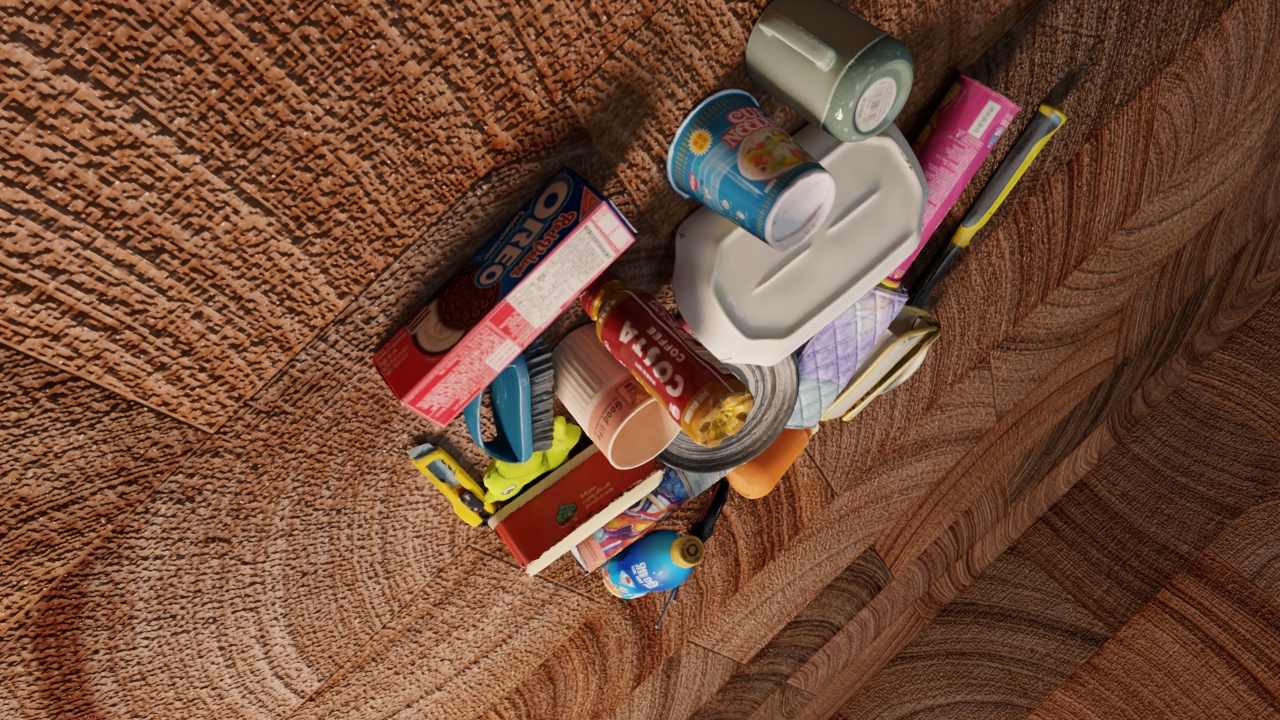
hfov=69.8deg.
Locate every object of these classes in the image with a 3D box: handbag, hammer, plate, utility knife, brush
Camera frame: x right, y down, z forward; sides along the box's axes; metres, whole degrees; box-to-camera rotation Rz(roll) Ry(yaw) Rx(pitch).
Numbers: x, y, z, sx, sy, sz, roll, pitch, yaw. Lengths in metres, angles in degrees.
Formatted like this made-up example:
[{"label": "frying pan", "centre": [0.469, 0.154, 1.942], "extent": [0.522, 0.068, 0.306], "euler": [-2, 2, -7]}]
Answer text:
[{"label": "handbag", "centre": [0.198, -0.018, 1.006], "extent": [0.134, 0.075, 0.194], "euler": [9, 122, -45]}, {"label": "hammer", "centre": [0.395, -0.158, 1.102], "extent": [0.126, 0.032, 0.324], "euler": [1, 127, -48]}, {"label": "plate", "centre": [0.150, -0.108, 0.807], "extent": [0.265, 0.034, 0.162], "euler": [-37, 107, -8]}, {"label": "utility knife", "centre": [-0.166, 0.114, 0.821], "extent": [0.033, 0.015, 0.168], "euler": [-40, 147, -10]}, {"label": "brush", "centre": [-0.110, 0.034, 0.754], "extent": [0.073, 0.055, 0.144], "euler": [-26, 144, -26]}, {"label": "plate", "centre": [0.077, 0.034, 0.937], "extent": [0.179, 0.024, 0.180], "euler": [-6, 117, -12]}, {"label": "handbag", "centre": [0.301, 0.008, 1.127], "extent": [0.178, 0.063, 0.164], "euler": [1, 140, -44]}]

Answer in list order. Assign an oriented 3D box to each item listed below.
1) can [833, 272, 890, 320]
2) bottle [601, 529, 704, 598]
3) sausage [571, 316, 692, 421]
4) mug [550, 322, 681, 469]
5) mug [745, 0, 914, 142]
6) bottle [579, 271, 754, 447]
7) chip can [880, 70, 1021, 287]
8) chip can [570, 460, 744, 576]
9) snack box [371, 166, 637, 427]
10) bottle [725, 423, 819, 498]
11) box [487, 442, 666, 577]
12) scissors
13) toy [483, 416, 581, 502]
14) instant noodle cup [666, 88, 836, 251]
[{"label": "can", "centre": [0.191, -0.100, 0.890], "extent": [0.102, 0.083, 0.057], "euler": [-38, 164, -8]}, {"label": "bottle", "centre": [0.015, 0.221, 1.007], "extent": [0.065, 0.065, 0.219], "euler": [-27, 172, -25]}, {"label": "sausage", "centre": [-0.005, 0.005, 0.867], "extent": [0.155, 0.020, 0.020], "euler": [-40, 147, -6]}, {"label": "mug", "centre": [-0.012, 0.017, 0.794], "extent": [0.114, 0.106, 0.081], "euler": [-44, 147, 0]}, {"label": "mug", "centre": [0.136, -0.223, 0.682], "extent": [0.111, 0.106, 0.082], "euler": [14, 118, -52]}, {"label": "bottle", "centre": [0.015, -0.007, 0.730], "extent": [0.057, 0.175, 0.058], "euler": [-28, 143, -23]}, {"label": "chip can", "centre": [0.290, -0.180, 0.929], "extent": [0.071, 0.071, 0.211], "euler": [4, 124, -49]}, {"label": "chip can", "centre": [0.010, 0.140, 0.989], "extent": [0.214, 0.071, 0.071], "euler": [-33, 146, -15]}, {"label": "snack box", "centre": [-0.099, -0.046, 0.676], "extent": [0.207, 0.057, 0.058], "euler": [-44, 145, 1]}, {"label": "bottle", "centre": [0.171, 0.104, 1.135], "extent": [0.149, 0.067, 0.067], "euler": [-40, 148, -18]}, {"label": "box", "centre": [-0.056, 0.143, 0.896], "extent": [0.168, 0.077, 0.091], "euler": [-34, 165, -13]}, {"label": "scissors", "centre": [0.059, 0.240, 1.103], "extent": [0.226, 0.022, 0.198], "euler": [-59, 175, -30]}, {"label": "toy", "centre": [-0.103, 0.090, 0.848], "extent": [0.100, 0.031, 0.097], "euler": [-8, 134, -48]}, {"label": "instant noodle cup", "centre": [0.092, -0.144, 0.721], "extent": [0.099, 0.110, 0.099], "euler": [-29, 144, -24]}]
